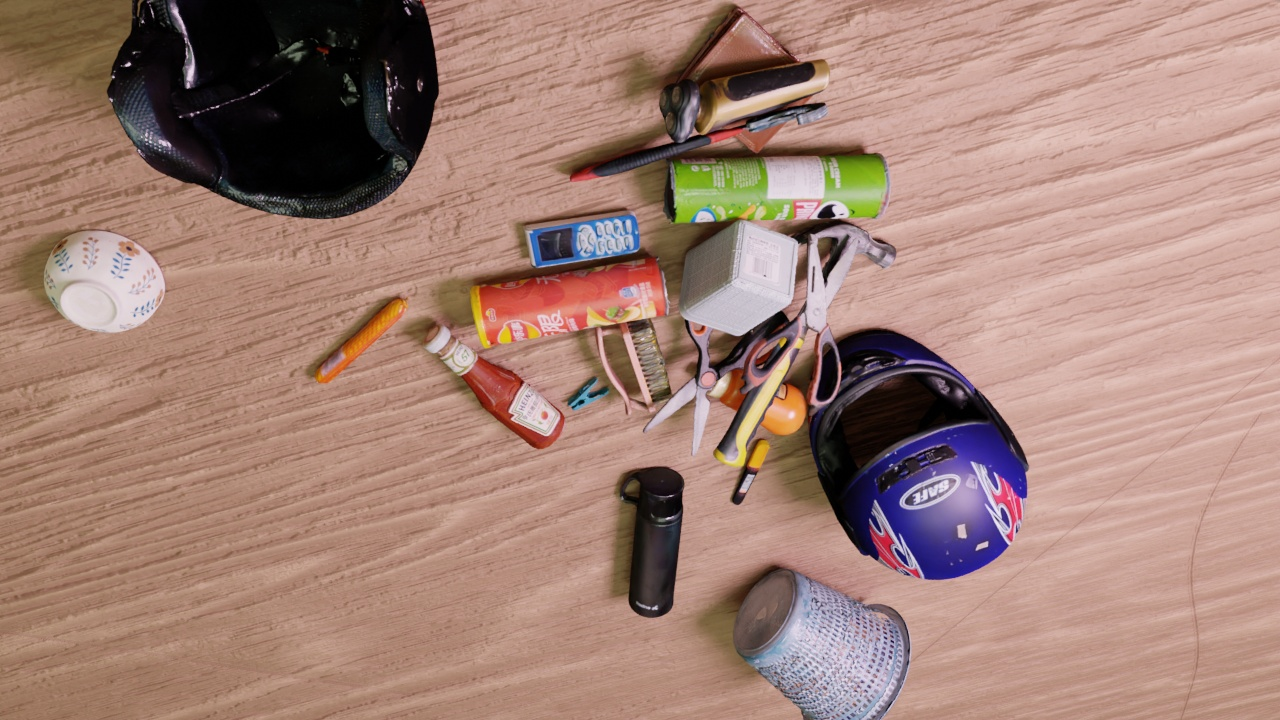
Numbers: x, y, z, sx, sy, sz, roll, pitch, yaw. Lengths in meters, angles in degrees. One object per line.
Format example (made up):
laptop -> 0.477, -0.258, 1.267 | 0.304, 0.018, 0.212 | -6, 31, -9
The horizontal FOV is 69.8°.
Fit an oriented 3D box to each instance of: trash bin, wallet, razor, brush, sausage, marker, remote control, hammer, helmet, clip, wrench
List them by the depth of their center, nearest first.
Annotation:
helmet -> -0.288, -0.258, 0.767 | 0.233, 0.229, 0.275 | -5, 119, 3
razor -> 0.103, -0.262, 0.898 | 0.167, 0.062, 0.068 | -14, 161, 1
wallet -> 0.110, -0.281, 0.936 | 0.124, 0.032, 0.101 | 31, 119, -27
wrench -> 0.055, -0.222, 0.939 | 0.274, 0.056, 0.016 | -12, 112, 17
remote control -> -0.064, -0.136, 1.018 | 0.125, 0.024, 0.049 | -9, 127, -4
sausage -> -0.324, -0.022, 1.063 | 0.165, 0.021, 0.021 | -38, 123, 18
hammer -> 0.173, -0.017, 1.093 | 0.126, 0.032, 0.324 | 22, 104, -21
brush -> -0.007, 0.007, 1.110 | 0.073, 0.063, 0.146 | -18, 129, -1
helmet -> 0.350, 0.137, 1.155 | 0.247, 0.240, 0.315 | -31, 124, 11
clip -> -0.068, 0.044, 1.159 | 0.055, 0.013, 0.038 | -35, 123, 17
marker -> 0.152, 0.157, 1.278 | 0.018, 0.015, 0.124 | 8, 127, -13
trash bin -> 0.258, 0.425, 1.388 | 0.195, 0.226, 0.227 | 37, 114, -16

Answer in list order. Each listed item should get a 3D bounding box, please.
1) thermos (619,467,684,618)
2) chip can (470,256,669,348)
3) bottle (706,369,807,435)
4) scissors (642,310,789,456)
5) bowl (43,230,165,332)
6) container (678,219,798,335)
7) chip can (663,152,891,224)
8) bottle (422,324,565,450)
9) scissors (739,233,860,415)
thermos -> 0.013, 0.256, 1.305 | 0.090, 0.068, 0.243 | 17, 127, 19
chip can -> -0.079, -0.066, 1.039 | 0.216, 0.073, 0.073 | -9, 127, -3
bottle -> 0.137, 0.043, 1.165 | 0.149, 0.066, 0.067 | 23, 120, -15
scissors -> 0.086, -0.001, 1.103 | 0.220, 0.022, 0.229 | -24, 114, -13
bowl -> -0.568, -0.073, 0.962 | 0.113, 0.062, 0.114 | -3, 127, -5
container -> 0.110, -0.093, 1.008 | 0.090, 0.089, 0.112 | 17, 159, -21
chip can -> 0.144, -0.185, 0.986 | 0.236, 0.072, 0.072 | -2, 127, -7
bottle -> -0.175, 0.031, 1.103 | 0.060, 0.059, 0.206 | -36, 122, 17
scissors -> 0.195, -0.035, 1.064 | 0.226, 0.015, 0.189 | -41, 116, 4
